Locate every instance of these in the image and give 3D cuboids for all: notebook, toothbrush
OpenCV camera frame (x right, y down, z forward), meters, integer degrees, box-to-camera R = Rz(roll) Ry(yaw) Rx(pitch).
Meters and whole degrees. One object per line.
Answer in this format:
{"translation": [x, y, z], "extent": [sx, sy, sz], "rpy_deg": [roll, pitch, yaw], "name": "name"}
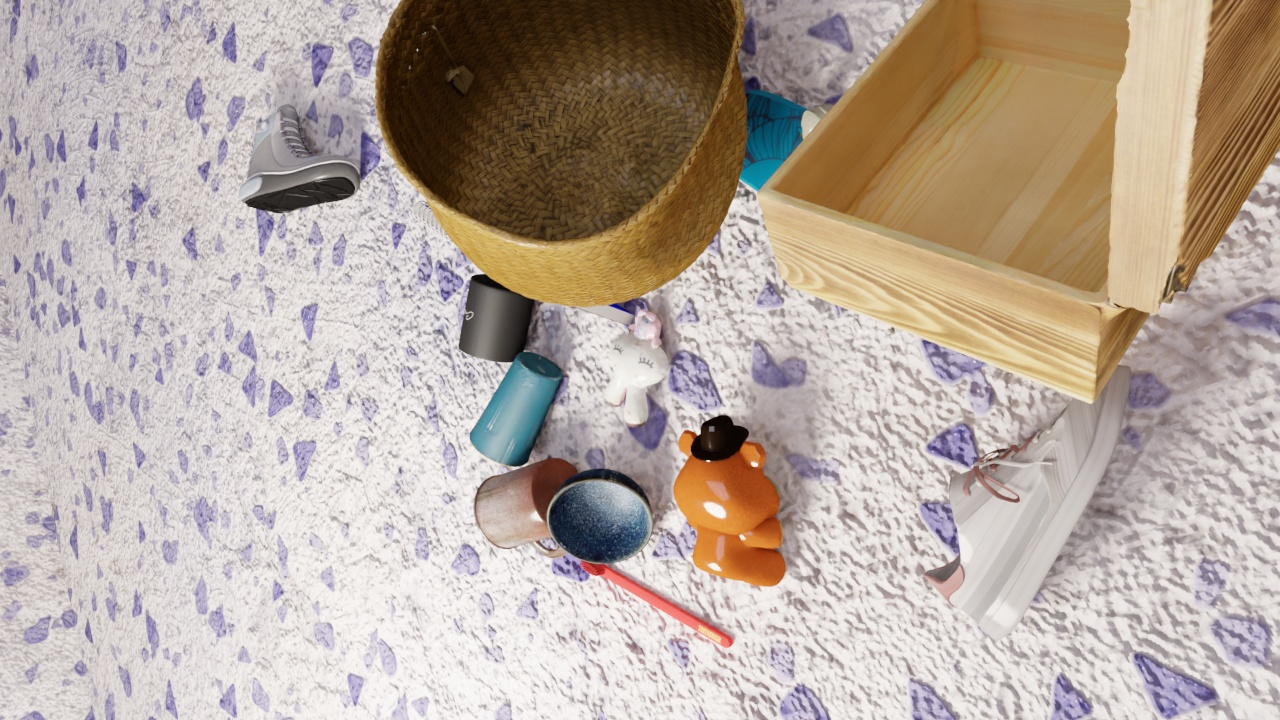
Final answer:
{"translation": [-0.129, -0.105, 0.994], "extent": [0.209, 0.171, 0.022], "rpy_deg": [34, 100, 34], "name": "notebook"}
{"translation": [0.011, 0.261, 0.997], "extent": [0.213, 0.017, 0.012], "rpy_deg": [20, 106, 38], "name": "toothbrush"}

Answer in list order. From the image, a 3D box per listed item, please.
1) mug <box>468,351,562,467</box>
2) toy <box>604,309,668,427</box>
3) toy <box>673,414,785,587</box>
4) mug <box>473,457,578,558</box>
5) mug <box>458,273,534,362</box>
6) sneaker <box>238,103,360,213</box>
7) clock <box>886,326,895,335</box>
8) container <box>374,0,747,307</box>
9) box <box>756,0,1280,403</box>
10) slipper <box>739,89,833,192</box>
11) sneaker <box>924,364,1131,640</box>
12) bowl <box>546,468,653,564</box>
{"translation": [-0.143, 0.055, 1.084], "extent": [0.078, 0.078, 0.121], "rpy_deg": [41, 113, 31], "name": "mug"}
{"translation": [-0.006, 0.006, 0.982], "extent": [0.079, 0.038, 0.123], "rpy_deg": [28, 108, 44], "name": "toy"}
{"translation": [0.083, 0.138, 0.879], "extent": [0.112, 0.096, 0.176], "rpy_deg": [11, 128, 40], "name": "toy"}
{"translation": [-0.118, 0.179, 1.067], "extent": [0.110, 0.096, 0.123], "rpy_deg": [-20, 111, 44], "name": "mug"}
{"translation": [-0.177, -0.057, 1.108], "extent": [0.113, 0.078, 0.088], "rpy_deg": [-139, 59, -61], "name": "mug"}
{"translation": [-0.505, -0.313, 1.368], "extent": [0.257, 0.093, 0.160], "rpy_deg": [-5, 82, 40], "name": "sneaker"}
{"translation": [0.215, -0.046, 0.711], "extent": [0.103, 0.156, 0.061], "rpy_deg": [21, 96, 38], "name": "clock"}
{"translation": [-0.060, -0.205, 0.806], "extent": [0.307, 0.197, 0.306], "rpy_deg": [-2, 71, 7], "name": "container"}
{"translation": [0.241, -0.194, 0.504], "extent": [0.286, 0.337, 0.278], "rpy_deg": [28, 66, 34], "name": "box"}
{"translation": [0.167, -0.165, 0.807], "extent": [0.295, 0.060, 0.118], "rpy_deg": [34, 118, 36], "name": "slipper"}
{"translation": [0.285, 0.098, 0.699], "extent": [0.089, 0.099, 0.236], "rpy_deg": [26, 112, 22], "name": "sneaker"}
{"translation": [-0.042, 0.158, 0.998], "extent": [0.114, 0.060, 0.114], "rpy_deg": [1, 119, 2], "name": "bowl"}
